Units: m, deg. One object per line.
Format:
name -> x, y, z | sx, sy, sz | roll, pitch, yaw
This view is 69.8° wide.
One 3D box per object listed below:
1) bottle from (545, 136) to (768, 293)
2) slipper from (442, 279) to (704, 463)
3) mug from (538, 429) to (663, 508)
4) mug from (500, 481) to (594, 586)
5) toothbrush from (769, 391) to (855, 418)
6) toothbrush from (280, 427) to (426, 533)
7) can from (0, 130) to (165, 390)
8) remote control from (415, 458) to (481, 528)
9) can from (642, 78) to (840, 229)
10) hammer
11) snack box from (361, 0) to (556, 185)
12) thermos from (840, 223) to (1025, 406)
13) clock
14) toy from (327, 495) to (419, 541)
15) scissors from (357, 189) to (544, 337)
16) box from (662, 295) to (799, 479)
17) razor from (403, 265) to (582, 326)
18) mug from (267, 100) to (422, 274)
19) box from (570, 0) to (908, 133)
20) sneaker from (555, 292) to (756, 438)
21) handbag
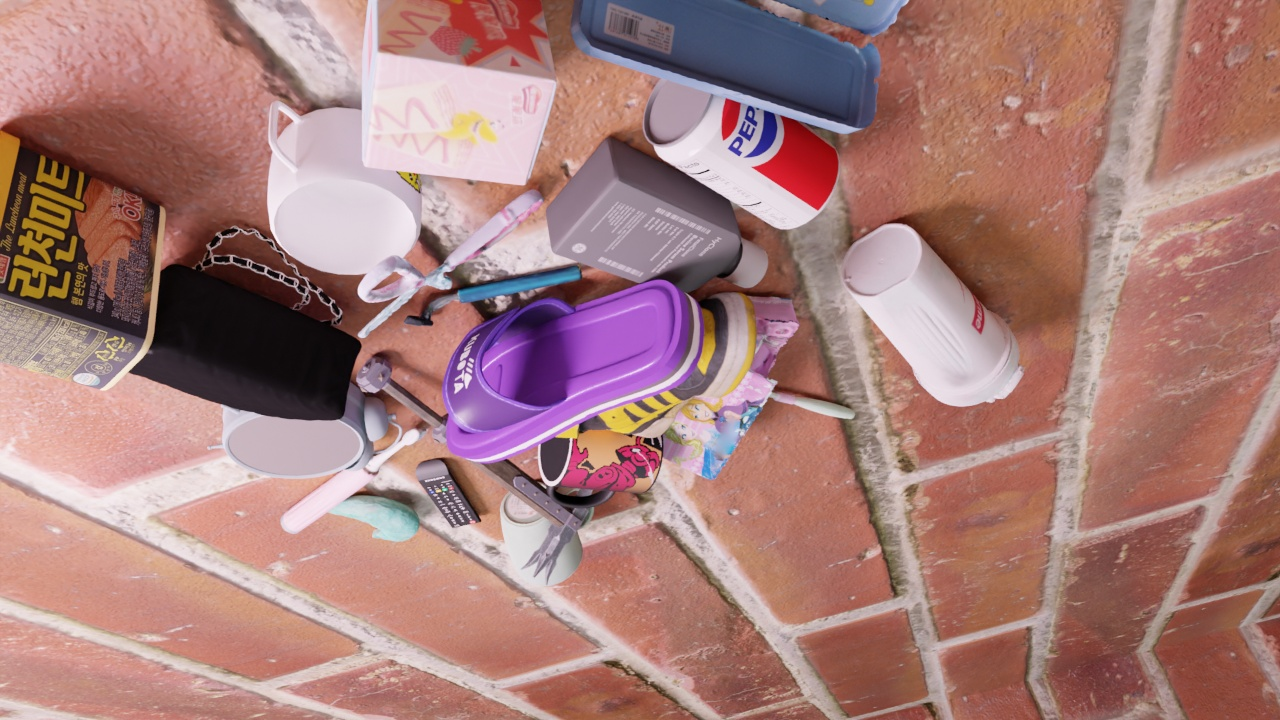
bottle -> 0.024, -0.096, 0.692 | 0.173, 0.046, 0.084 | 17, 136, -35
slipper -> -0.083, -0.001, 0.721 | 0.267, 0.107, 0.084 | -20, 147, 35
mug -> -0.046, 0.101, 0.911 | 0.098, 0.081, 0.118 | 9, 123, -27
mug -> -0.102, 0.183, 1.035 | 0.111, 0.084, 0.104 | -32, 137, -20
toothbrush -> 0.172, 0.043, 0.963 | 0.154, 0.015, 0.022 | 16, 167, -35
toothbrush -> -0.290, 0.120, 0.925 | 0.223, 0.027, 0.026 | -33, 174, 28
can -> -0.360, -0.057, 0.562 | 0.073, 0.130, 0.101 | -33, 143, 27
remote control -> -0.208, 0.149, 1.001 | 0.033, 0.015, 0.147 | -12, 146, 0
can -> 0.070, -0.143, 0.616 | 0.132, 0.070, 0.070 | 22, 133, -39
hammer -> -0.150, 0.088, 0.884 | 0.028, 0.146, 0.317 | 16, 158, 44
snack box -> -0.105, -0.163, 0.516 | 0.094, 0.092, 0.080 | 4, 143, -21
thermos -> 0.262, -0.032, 0.815 | 0.100, 0.099, 0.220 | -31, 137, 25
clock -> -0.295, 0.061, 0.824 | 0.159, 0.045, 0.123 | 11, 140, -28
toy -> -0.285, 0.171, 0.999 | 0.085, 0.033, 0.105 | -11, 146, 24
scissors -> -0.143, -0.067, 0.642 | 0.171, 0.013, 0.176 | -35, -179, 11
box -> 0.074, 0.035, 0.873 | 0.084, 0.070, 0.231 | 1, 144, -17
razor -> -0.117, -0.054, 0.735 | 0.144, 0.022, 0.042 | -16, -177, 0
mug -> -0.193, -0.114, 0.582 | 0.094, 0.068, 0.115 | -22, 144, 14
box -> 0.066, -0.214, 0.537 | 0.209, 0.043, 0.125 | 8, 109, -26
sneaker -> -0.004, 0.005, 0.770 | 0.122, 0.086, 0.239 | 3, 156, -23
handbag -> -0.303, -0.023, 0.689 | 0.125, 0.114, 0.153 | -9, 157, 40
